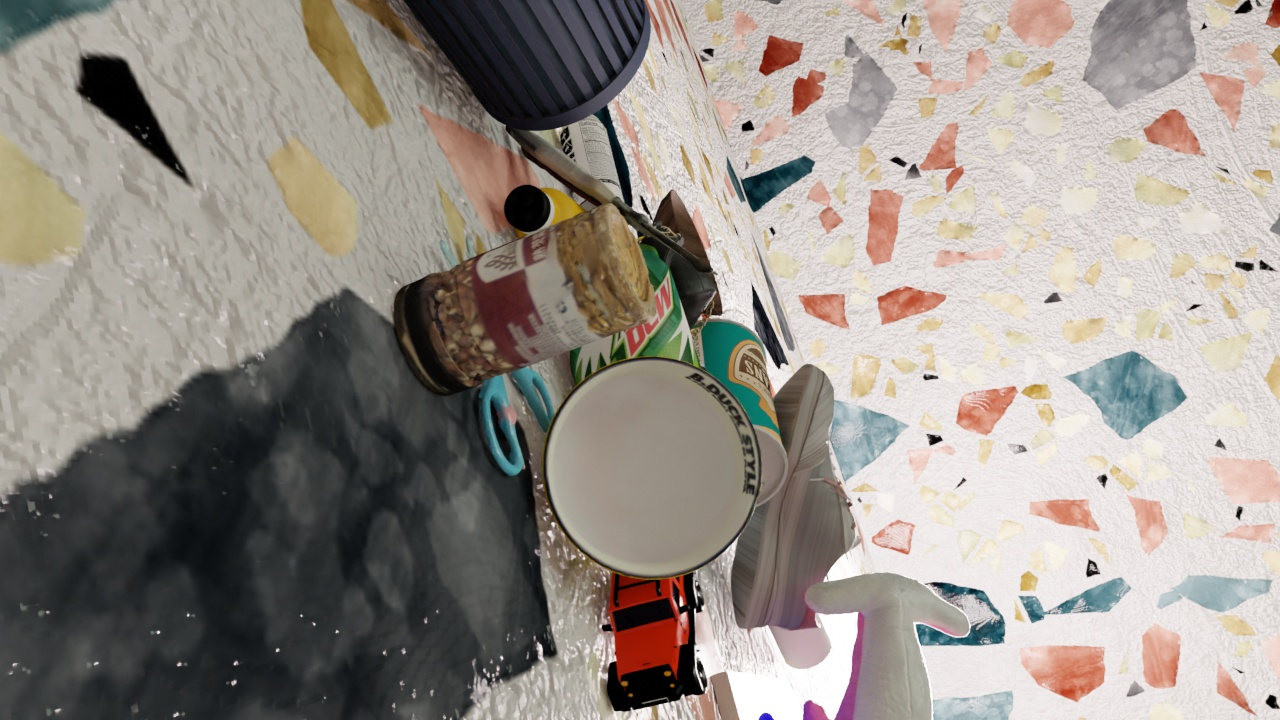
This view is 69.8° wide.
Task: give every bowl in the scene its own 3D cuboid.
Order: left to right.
[{"bbox_3d":[0.002,0.060,0.511,0.068,0.117,0.117,139,-67,-79],"label":"bowl"},{"bbox_3d":[0.036,-0.090,0.815,0.119,0.032,0.119,-20,90,-77],"label":"bowl"}]

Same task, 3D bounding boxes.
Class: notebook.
[{"bbox_3d":[0.113,0.339,0.730,0.209,0.022,0.171,44,28,-61],"label":"notebook"}]

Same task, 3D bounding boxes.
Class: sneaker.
[{"bbox_3d":[0.148,0.124,0.799,0.099,0.089,0.236,-156,-102,-80],"label":"sneaker"}]

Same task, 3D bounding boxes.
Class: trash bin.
[{"bbox_3d":[-0.089,-0.247,0.512,0.249,0.139,0.139,49,26,-60],"label":"trash bin"}]

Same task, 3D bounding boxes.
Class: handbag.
[{"bbox_3d":[0.007,-0.045,0.695,0.054,0.129,0.079,-13,60,-35],"label":"handbag"}]

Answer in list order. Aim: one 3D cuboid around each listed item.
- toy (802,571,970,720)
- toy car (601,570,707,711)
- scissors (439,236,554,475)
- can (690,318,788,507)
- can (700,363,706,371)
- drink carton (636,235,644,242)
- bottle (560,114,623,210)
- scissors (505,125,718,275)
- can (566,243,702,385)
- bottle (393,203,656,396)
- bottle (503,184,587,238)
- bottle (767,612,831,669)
[{"bbox_3d":[0.184,0.309,0.758,0.128,0.186,0.265,148,-48,-69],"label":"toy"},{"bbox_3d":[0.006,0.146,0.514,0.100,0.051,0.049,-87,156,-59],"label":"toy car"},{"bbox_3d":[-0.072,-0.003,0.500,0.118,0.015,0.139,32,46,-69],"label":"scissors"},{"bbox_3d":[0.067,0.045,0.789,0.143,0.099,0.099,-91,157,-53],"label":"can"},{"bbox_3d":[0.029,0.065,0.669,0.072,0.072,0.128,29,43,-70],"label":"can"},{"bbox_3d":[0.006,-0.061,0.818,0.134,0.043,0.058,-82,151,-61],"label":"drink carton"},{"bbox_3d":[-0.045,-0.176,0.784,0.041,0.041,0.116,44,30,-61],"label":"bottle"},{"bbox_3d":[-0.021,-0.107,0.627,0.189,0.015,0.140,41,-3,-3],"label":"scissors"},{"bbox_3d":[-0.004,0.004,0.605,0.083,0.083,0.144,25,47,-71],"label":"can"},{"bbox_3d":[-0.051,-0.026,0.414,0.056,0.105,0.056,-19,90,-76],"label":"bottle"},{"bbox_3d":[-0.051,-0.087,0.631,0.143,0.043,0.043,21,51,-72],"label":"bottle"},{"bbox_3d":[0.132,0.215,0.906,0.052,0.052,0.195,-79,147,-64],"label":"bottle"}]
